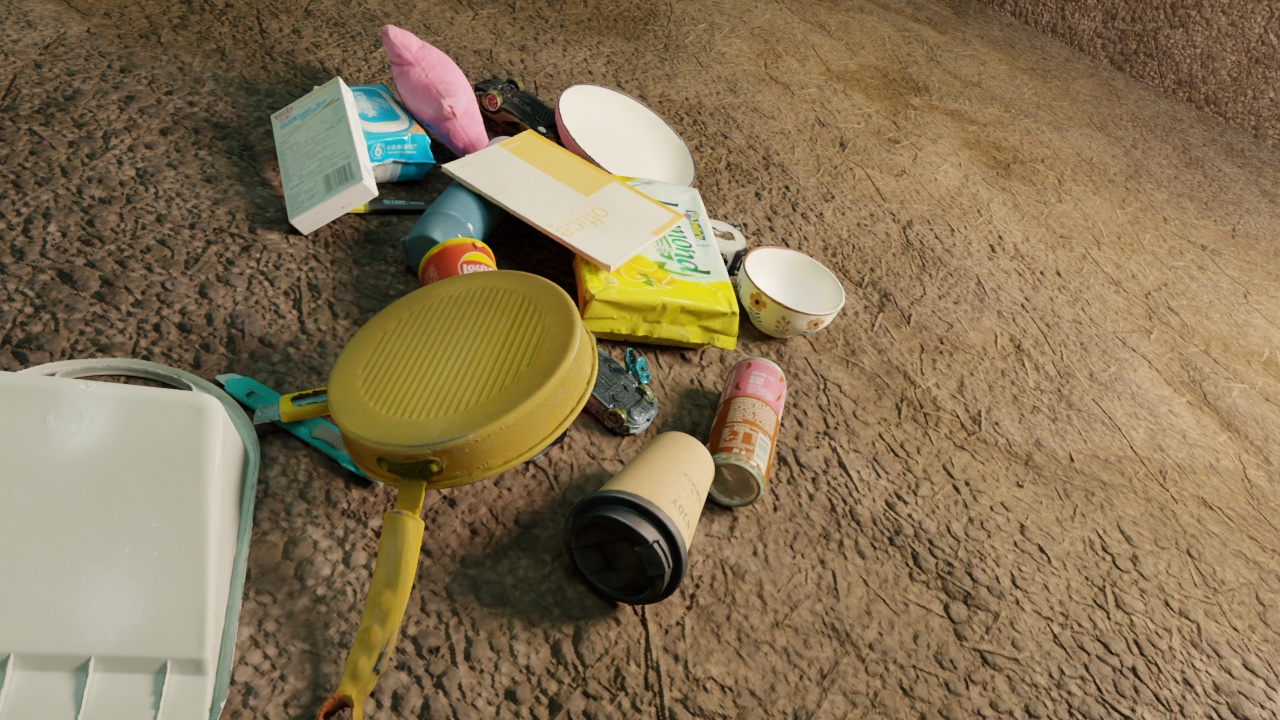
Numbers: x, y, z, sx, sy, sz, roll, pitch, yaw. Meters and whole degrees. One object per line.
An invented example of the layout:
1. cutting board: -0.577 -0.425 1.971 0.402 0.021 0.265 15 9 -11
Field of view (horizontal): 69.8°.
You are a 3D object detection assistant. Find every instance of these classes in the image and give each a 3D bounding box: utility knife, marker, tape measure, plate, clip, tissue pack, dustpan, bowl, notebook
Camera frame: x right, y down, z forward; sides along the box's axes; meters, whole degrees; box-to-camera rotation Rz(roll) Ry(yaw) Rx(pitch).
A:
1. utility knife: -0.220 0.027 0.721 0.173 0.015 0.033 -12 41 -42
2. marker: -0.264 -0.158 0.929 0.124 0.015 0.018 -4 48 -30
3. utility knife: -0.255 0.048 0.694 0.160 0.013 0.029 28 34 9
4. tape measure: 0.087 -0.130 1.041 0.066 0.034 0.065 8 39 -17
5. plate: -0.022 -0.258 1.114 0.192 0.039 0.192 21 42 -21
6. clip: -0.004 0.006 0.832 0.046 0.057 0.014 37 78 18
7. tissue pack: -0.289 -0.243 0.977 0.089 0.063 0.140 -14 51 -36
8. dustpan: -0.361 0.101 0.589 0.222 0.143 0.257 8 70 -16
9. bowl: 0.151 -0.064 0.971 0.113 0.062 0.113 13 41 -11
10. notebook: -0.074 -0.166 0.922 0.206 0.010 0.145 32 41 16

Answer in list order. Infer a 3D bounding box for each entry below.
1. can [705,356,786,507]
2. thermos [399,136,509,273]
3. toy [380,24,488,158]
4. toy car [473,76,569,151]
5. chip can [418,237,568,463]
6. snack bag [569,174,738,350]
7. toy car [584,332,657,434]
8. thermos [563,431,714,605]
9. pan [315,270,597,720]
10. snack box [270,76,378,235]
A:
1. can: 0.092 0.060 0.803 0.058 0.058 0.147 22 39 1
2. thermos: -0.169 -0.155 0.931 0.070 0.070 0.219 21 39 0
3. toy: -0.219 -0.286 1.008 0.178 0.074 0.194 54 0 -19
4. toy car: -0.134 -0.293 1.121 0.158 0.042 0.070 35 39 0
5. chip can: -0.129 -0.013 0.776 0.073 0.073 0.216 -4 45 -28
6. snack bag: 0.000 -0.105 0.944 0.158 0.068 0.246 5 43 -17
7. toy car: -0.039 0.019 0.810 0.120 0.037 0.054 41 41 7
8. thermos: 0.007 0.113 0.685 0.093 0.093 0.142 29 32 9
9. pan: -0.145 0.074 0.627 0.198 0.078 0.356 0 44 19
10. snack box: -0.310 -0.201 0.894 0.085 0.027 0.156 -27 57 7
